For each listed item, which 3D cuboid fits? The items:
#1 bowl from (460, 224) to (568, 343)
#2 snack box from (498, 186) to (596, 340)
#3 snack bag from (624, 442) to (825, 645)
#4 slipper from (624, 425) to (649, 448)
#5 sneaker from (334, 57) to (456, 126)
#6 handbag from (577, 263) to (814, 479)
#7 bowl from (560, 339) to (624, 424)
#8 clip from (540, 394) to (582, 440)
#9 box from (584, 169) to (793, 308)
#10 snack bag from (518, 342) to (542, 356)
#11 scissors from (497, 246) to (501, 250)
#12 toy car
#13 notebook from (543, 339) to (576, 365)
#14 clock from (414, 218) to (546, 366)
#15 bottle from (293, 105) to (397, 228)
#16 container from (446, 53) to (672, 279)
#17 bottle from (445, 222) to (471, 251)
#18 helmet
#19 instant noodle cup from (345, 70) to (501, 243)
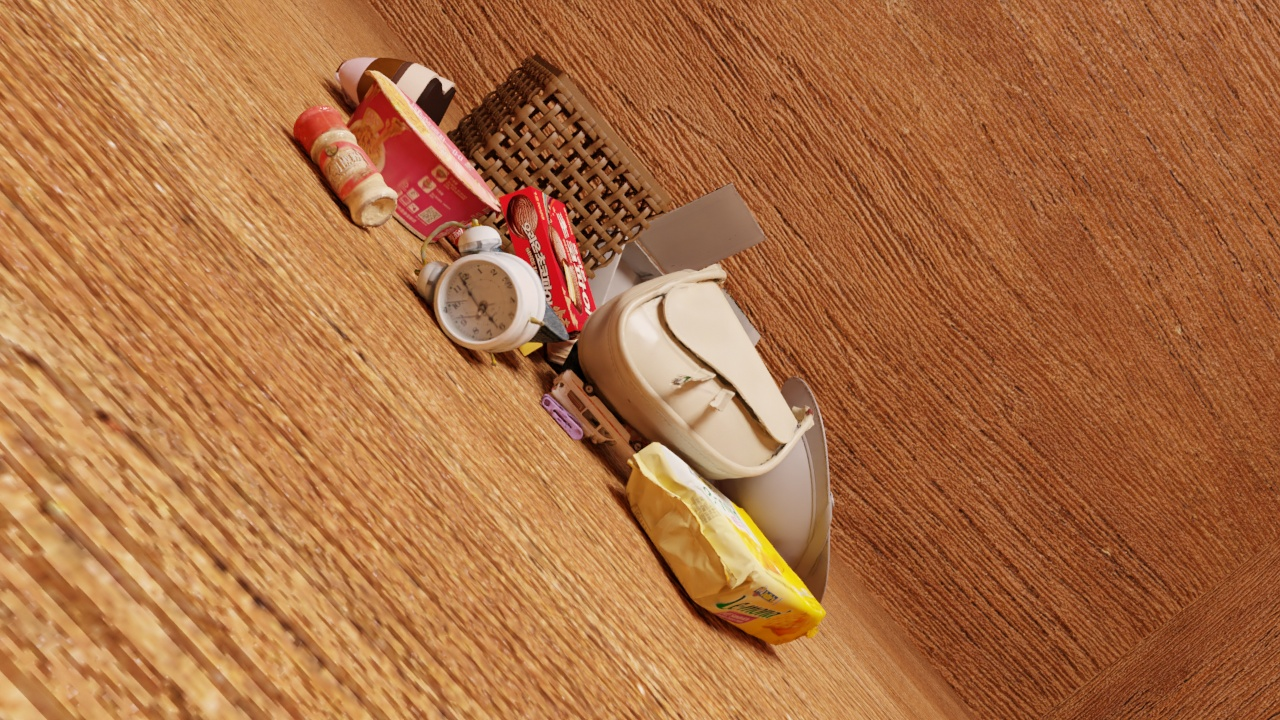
[{"bbox_3d":[-0.131,-0.053,0.833,0.137,0.057,0.137,49,5,-6],"label":"bowl"},{"bbox_3d":[-0.093,-0.099,0.987,0.132,0.036,0.152,-10,83,-80],"label":"snack box"},{"bbox_3d":[0.080,0.184,0.862,0.159,0.068,0.247,49,3,38],"label":"snack bag"},{"bbox_3d":[0.017,0.086,1.037,0.081,0.093,0.197,28,10,-18],"label":"slipper"},{"bbox_3d":[-0.319,-0.336,1.176,0.116,0.112,0.293,28,9,-11],"label":"sneaker"},{"bbox_3d":[0.073,0.015,0.887,0.132,0.183,0.229,-10,-66,57],"label":"handbag"},{"bbox_3d":[-0.047,0.032,0.957,0.110,0.055,0.110,49,4,-5],"label":"bowl"},{"bbox_3d":[-0.072,0.051,0.842,0.051,0.013,0.032,46,4,-11],"label":"clip"},{"bbox_3d":[0.046,-0.124,1.318,0.167,0.331,0.164,41,24,-57],"label":"box"},{"bbox_3d":[-0.131,-0.043,0.952,0.099,0.026,0.020,56,2,37],"label":"snack bag"},{"bbox_3d":[-0.226,-0.179,1.248,0.135,0.015,0.129,41,8,-31],"label":"scissors"},{"bbox_3d":[-0.044,0.060,0.876,0.113,0.039,0.039,50,-21,-5],"label":"toy car"},{"bbox_3d":[-0.006,0.006,1.102,0.225,0.024,0.167,19,11,-10],"label":"notebook"},{"bbox_3d":[-0.130,-0.058,0.736,0.117,0.083,0.057,51,11,4],"label":"clock"},{"bbox_3d":[-0.238,-0.157,0.742,0.109,0.044,0.044,52,5,19],"label":"bottle"},{"bbox_3d":[-0.132,-0.242,1.224,0.219,0.214,0.251,46,6,-27],"label":"container"},{"bbox_3d":[-0.202,-0.147,1.036,0.119,0.036,0.036,49,5,-13],"label":"bottle"},{"bbox_3d":[0.130,0.155,1.037,0.183,0.117,0.271,-174,-97,-79],"label":"helmet"},{"bbox_3d":[-0.228,-0.193,0.919,0.178,0.078,0.178,49,6,-8],"label":"instant noodle cup"}]
